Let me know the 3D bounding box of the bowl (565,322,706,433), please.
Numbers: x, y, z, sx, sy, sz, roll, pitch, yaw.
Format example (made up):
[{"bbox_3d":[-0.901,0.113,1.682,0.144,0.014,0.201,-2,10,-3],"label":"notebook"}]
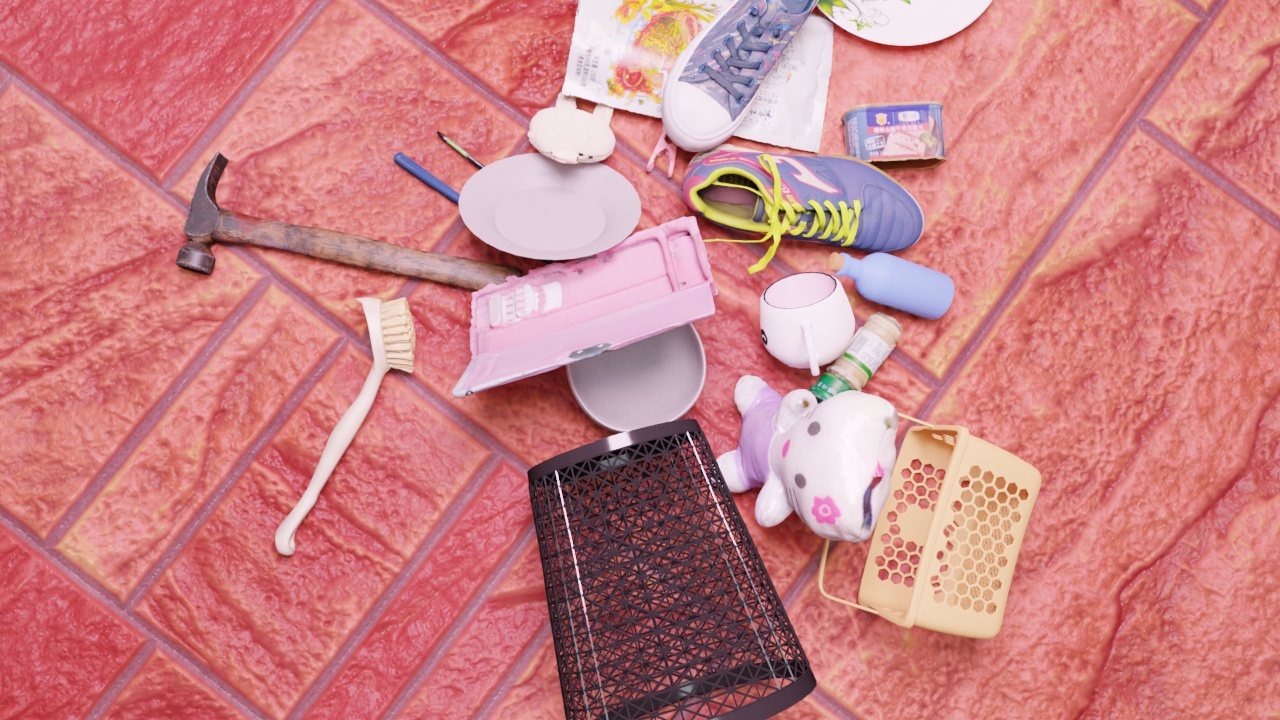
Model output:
[{"bbox_3d":[-0.005,0.005,0.889,0.132,0.064,0.131,0,85,-2],"label":"bowl"}]

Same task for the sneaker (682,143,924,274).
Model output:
[{"bbox_3d":[0.158,-0.142,0.892,0.242,0.090,0.116,12,119,1],"label":"sneaker"}]

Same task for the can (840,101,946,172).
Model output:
[{"bbox_3d":[0.256,-0.224,0.928,0.100,0.054,0.059,-3,87,-2],"label":"can"}]

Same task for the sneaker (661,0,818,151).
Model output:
[{"bbox_3d":[0.102,-0.307,0.877,0.087,0.079,0.235,36,80,-7],"label":"sneaker"}]

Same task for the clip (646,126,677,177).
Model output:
[{"bbox_3d":[0.022,-0.216,0.935,0.035,0.022,0.057,15,79,2],"label":"clip"}]

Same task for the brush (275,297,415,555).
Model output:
[{"bbox_3d":[-0.285,0.062,0.883,0.077,0.062,0.272,23,88,4],"label":"brush"}]

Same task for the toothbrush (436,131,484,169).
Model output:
[{"bbox_3d":[-0.133,-0.172,0.926,0.188,0.014,0.017,37,92,1],"label":"toothbrush"}]

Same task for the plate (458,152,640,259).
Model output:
[{"bbox_3d":[-0.087,-0.144,0.884,0.173,0.019,0.172,3,45,-3],"label":"plate"}]

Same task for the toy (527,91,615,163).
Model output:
[{"bbox_3d":[-0.068,-0.223,0.913,0.087,0.050,0.112,12,60,-2],"label":"toy"}]

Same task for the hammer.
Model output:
[{"bbox_3d":[-0.279,-0.116,0.907,0.330,0.033,0.120,11,83,-2],"label":"hammer"}]

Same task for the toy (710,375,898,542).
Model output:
[{"bbox_3d":[0.149,0.089,0.827,0.085,0.209,0.137,19,87,-28],"label":"toy"}]

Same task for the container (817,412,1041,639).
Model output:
[{"bbox_3d":[0.258,0.151,0.856,0.167,0.129,0.183,19,84,-8],"label":"container"}]

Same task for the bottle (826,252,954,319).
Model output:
[{"bbox_3d":[0.241,-0.079,0.897,0.131,0.048,0.048,15,84,-21],"label":"bottle"}]

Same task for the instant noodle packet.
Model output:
[{"bbox_3d":[0.063,-0.307,0.930,0.269,0.057,0.146,9,85,-6],"label":"instant noodle packet"}]

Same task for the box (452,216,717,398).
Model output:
[{"bbox_3d":[-0.046,-0.038,0.817,0.233,0.179,0.055,-17,125,10],"label":"box"}]

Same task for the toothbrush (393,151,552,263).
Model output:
[{"bbox_3d":[-0.166,-0.155,0.923,0.190,0.016,0.017,33,77,1],"label":"toothbrush"}]

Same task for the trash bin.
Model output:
[{"bbox_3d":[0.011,0.193,0.810,0.217,0.217,0.243,-17,79,-4],"label":"trash bin"}]

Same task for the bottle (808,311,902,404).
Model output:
[{"bbox_3d":[0.215,0.002,0.912,0.042,0.043,0.110,40,83,1],"label":"bottle"}]

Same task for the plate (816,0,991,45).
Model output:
[{"bbox_3d":[0.266,-0.434,0.959,0.229,0.030,0.229,0,85,-2],"label":"plate"}]

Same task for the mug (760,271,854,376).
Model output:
[{"bbox_3d":[0.160,-0.027,0.875,0.090,0.123,0.076,-11,120,11],"label":"mug"}]
